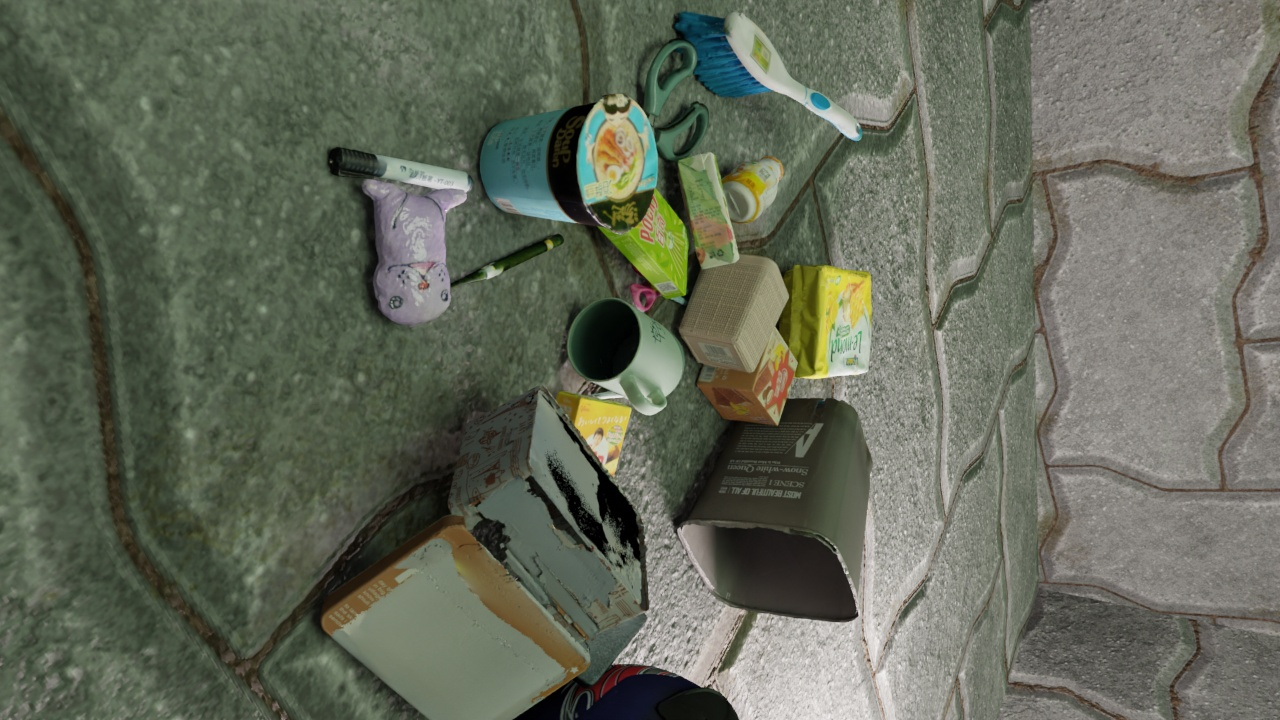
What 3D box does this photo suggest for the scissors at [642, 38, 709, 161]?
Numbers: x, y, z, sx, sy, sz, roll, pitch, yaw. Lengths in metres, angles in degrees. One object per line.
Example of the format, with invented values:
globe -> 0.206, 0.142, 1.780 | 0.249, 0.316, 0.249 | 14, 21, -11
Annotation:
scissors -> 0.027, -0.246, 0.977 | 0.178, 0.019, 0.161 | -62, 145, -21

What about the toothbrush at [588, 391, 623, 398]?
toothbrush -> -0.026, 0.038, 0.947 | 0.179, 0.016, 0.016 | -6, 108, -56

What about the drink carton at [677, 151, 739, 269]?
drink carton -> 0.074, -0.164, 1.012 | 0.053, 0.045, 0.122 | -46, 122, -75

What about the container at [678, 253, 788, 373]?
container -> 0.106, -0.054, 1.063 | 0.110, 0.090, 0.090 | -66, 150, -20

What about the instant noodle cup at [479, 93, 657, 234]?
instant noodle cup -> -0.064, -0.163, 0.762 | 0.111, 0.121, 0.111 | -16, 109, -54

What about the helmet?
helmet -> -0.026, 0.395, 0.792 | 0.248, 0.240, 0.315 | -49, 158, 17

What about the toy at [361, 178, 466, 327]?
toy -> -0.169, -0.079, 0.687 | 0.083, 0.039, 0.108 | -6, 99, -39

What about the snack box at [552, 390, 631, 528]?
snack box -> -0.060, 0.103, 0.877 | 0.086, 0.034, 0.140 | 17, 86, -56

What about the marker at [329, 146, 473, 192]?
marker -> -0.177, -0.140, 0.690 | 0.130, 0.018, 0.023 | -1, 121, -56

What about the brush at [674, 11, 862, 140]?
brush -> 0.161, -0.325, 1.088 | 0.314, 0.110, 0.060 | 22, 74, -55

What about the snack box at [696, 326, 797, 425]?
snack box -> 0.133, 0.016, 1.127 | 0.094, 0.077, 0.092 | 49, 55, -48

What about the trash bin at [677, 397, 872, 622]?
trash bin -> 0.185, 0.175, 1.140 | 0.199, 0.199, 0.219 | 63, 39, -40

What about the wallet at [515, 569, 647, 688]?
wallet -> -0.067, 0.231, 0.828 | 0.097, 0.121, 0.019 | -38, 149, -48

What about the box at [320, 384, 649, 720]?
box -> -0.113, 0.157, 0.750 | 0.217, 0.157, 0.180 | -35, 116, 4

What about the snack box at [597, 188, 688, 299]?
snack box -> 0.005, -0.137, 0.940 | 0.156, 0.026, 0.085 | 43, 45, -50

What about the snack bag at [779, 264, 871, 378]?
snack bag -> 0.271, -0.057, 1.334 | 0.246, 0.068, 0.158 | -2, 96, -56

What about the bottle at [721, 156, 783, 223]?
bottle -> 0.136, -0.211, 1.109 | 0.108, 0.063, 0.063 | -46, 131, -43

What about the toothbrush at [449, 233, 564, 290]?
toothbrush -> -0.124, -0.075, 0.784 | 0.185, 0.012, 0.017 | -36, 129, -49

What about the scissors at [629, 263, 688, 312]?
scissors -> 0.023, -0.087, 1.006 | 0.136, 0.017, 0.072 | -4, 88, -61

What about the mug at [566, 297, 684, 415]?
mug -> -0.005, 0.005, 0.894 | 0.106, 0.082, 0.111 | 31, 31, -58
